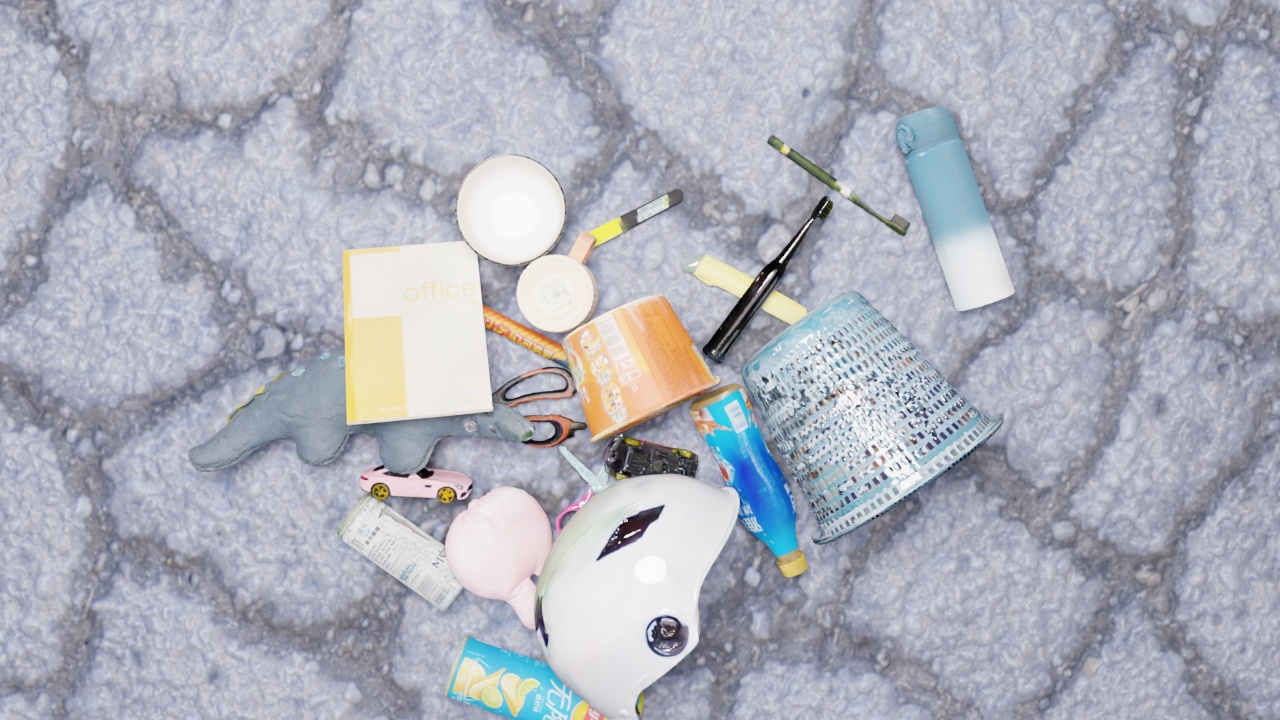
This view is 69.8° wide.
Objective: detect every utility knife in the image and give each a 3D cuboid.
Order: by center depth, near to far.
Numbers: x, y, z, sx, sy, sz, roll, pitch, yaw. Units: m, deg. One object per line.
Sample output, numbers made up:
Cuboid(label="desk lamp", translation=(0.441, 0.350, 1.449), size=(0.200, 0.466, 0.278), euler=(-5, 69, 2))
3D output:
Cuboid(label="utility knife", translation=(0.123, -0.075, 1.018), size=(0.162, 0.018, 0.031), euler=(28, 96, 0))

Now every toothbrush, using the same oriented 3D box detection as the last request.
Cuboid(label="toothbrush", translation=(0.140, -0.088, 0.996), size=(0.027, 0.026, 0.213), euler=(27, 104, -41))
Cuboid(label="toothbrush", translation=(0.220, -0.196, 1.015), size=(0.186, 0.012, 0.017), euler=(34, 86, -2))

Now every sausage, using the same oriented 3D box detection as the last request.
Cuboid(label="sausage", translation=(-0.134, -0.029, 1.014), size=(0.165, 0.021, 0.021), euler=(27, 92, -2))

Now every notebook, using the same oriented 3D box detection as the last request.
Cuboid(label="notebook", translation=(-0.235, -0.034, 0.960), size=(0.145, 0.010, 0.206), euler=(-5, 64, -9))

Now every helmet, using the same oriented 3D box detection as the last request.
Cuboid(label="helmet", translation=(-0.021, 0.215, 0.926), size=(0.146, 0.228, 0.259), euler=(26, 107, -5))

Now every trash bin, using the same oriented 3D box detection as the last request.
Cuboid(label="trash bin", translation=(0.217, 0.046, 0.942), size=(0.226, 0.226, 0.195), euler=(-34, 80, 1))

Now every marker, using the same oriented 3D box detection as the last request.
Cuboid(label="marker", translation=(-0.008, -0.157, 1.014), size=(0.124, 0.015, 0.018), euler=(-28, 94, -2))

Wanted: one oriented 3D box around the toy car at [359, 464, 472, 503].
Cuboid(label="toy car", translation=(-0.245, 0.131, 1.005), size=(0.122, 0.056, 0.037), euler=(4, 100, -2))

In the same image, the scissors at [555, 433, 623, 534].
Cuboid(label="scissors", translation=(-0.042, 0.146, 1.026), size=(0.135, 0.017, 0.133), euler=(25, 85, -6))

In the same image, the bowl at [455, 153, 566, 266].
Cuboid(label="bowl", translation=(-0.136, -0.158, 0.985), size=(0.116, 0.066, 0.116), euler=(0, 93, -2))

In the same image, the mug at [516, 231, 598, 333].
Cuboid(label="mug", translation=(-0.079, -0.083, 0.970), size=(0.081, 0.106, 0.114), euler=(29, 92, -2))

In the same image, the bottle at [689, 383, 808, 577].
Cuboid(label="bottle", translation=(0.126, 0.134, 1.005), size=(0.065, 0.065, 0.218), euler=(-26, 94, 0))

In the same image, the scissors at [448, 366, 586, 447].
Cuboid(label="scissors", translation=(-0.167, 0.075, 1.022), size=(0.193, 0.015, 0.206), euler=(37, 92, -3))

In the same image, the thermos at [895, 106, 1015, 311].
Cuboid(label="thermos", translation=(0.336, -0.164, 0.992), size=(0.070, 0.070, 0.220), euler=(-21, 93, 0))

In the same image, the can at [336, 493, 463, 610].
Cuboid(label="can", translation=(-0.256, 0.210, 1.007), size=(0.146, 0.058, 0.058), euler=(36, 92, -2))

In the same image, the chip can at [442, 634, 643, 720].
Cuboid(label="chip can", translation=(-0.106, 0.370, 1.011), size=(0.210, 0.071, 0.071), euler=(19, 92, -2))

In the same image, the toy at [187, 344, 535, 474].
Cuboid(label="toy", translation=(-0.289, 0.049, 0.973), size=(0.356, 0.091, 0.137), euler=(-2, 67, -2))

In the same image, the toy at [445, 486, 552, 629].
Cuboid(label="toy", translation=(-0.137, 0.216, 1.001), size=(0.121, 0.054, 0.159), euler=(-44, 103, -27))

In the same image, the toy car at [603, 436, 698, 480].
Cuboid(label="toy car", translation=(0.011, 0.114, 1.017), size=(0.106, 0.031, 0.049), euler=(13, 90, -12))

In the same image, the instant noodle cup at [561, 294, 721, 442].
Cuboid(label="instant noodle cup", translation=(-0.006, 0.006, 0.961), size=(0.151, 0.151, 0.111), euler=(-25, 85, 0))
